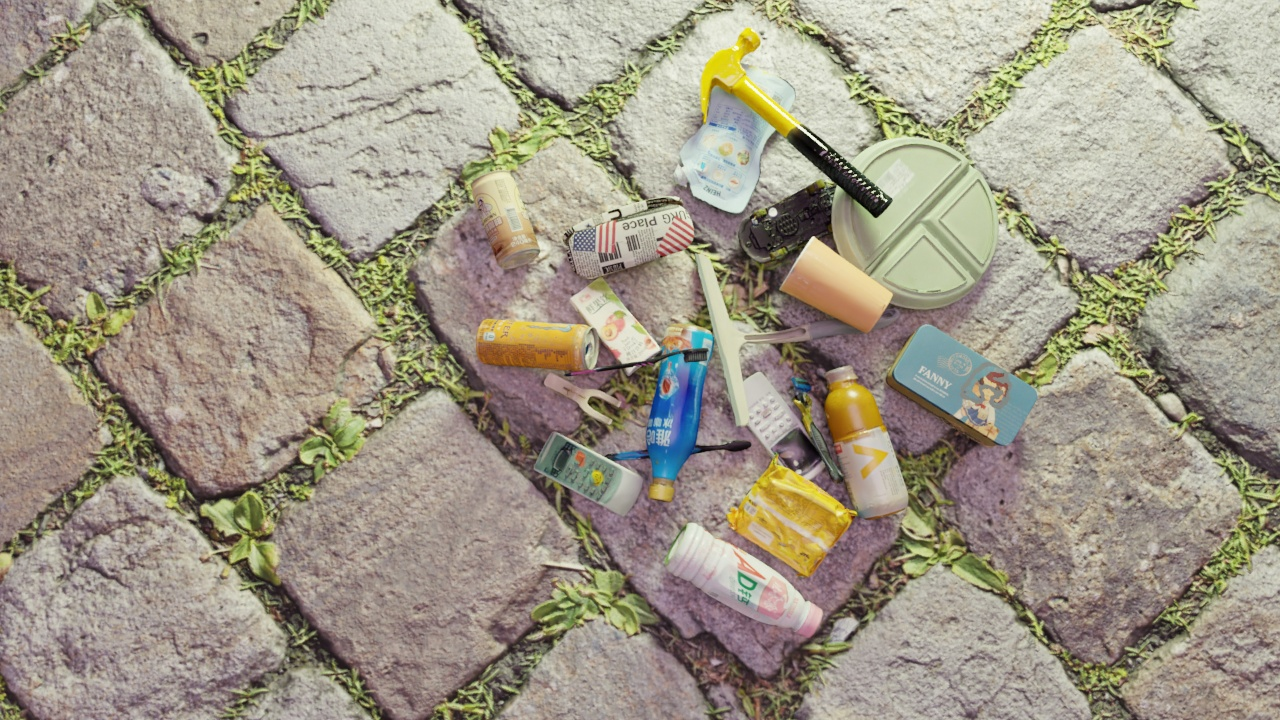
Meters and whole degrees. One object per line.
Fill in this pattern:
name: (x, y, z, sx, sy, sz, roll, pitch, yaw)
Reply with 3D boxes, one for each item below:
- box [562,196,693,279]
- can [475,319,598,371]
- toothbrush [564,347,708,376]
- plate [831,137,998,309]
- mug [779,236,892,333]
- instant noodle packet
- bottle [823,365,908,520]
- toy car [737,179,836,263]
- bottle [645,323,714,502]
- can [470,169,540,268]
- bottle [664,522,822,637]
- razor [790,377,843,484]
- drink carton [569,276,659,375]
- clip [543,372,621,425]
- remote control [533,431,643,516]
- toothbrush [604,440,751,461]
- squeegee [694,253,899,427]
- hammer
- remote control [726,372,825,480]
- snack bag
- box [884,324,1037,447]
box: (-0.015, -0.154, 1.166, 0.162, 0.076, 0.086, -15, 76, -4)
can: (-0.129, -0.019, 1.144, 0.146, 0.058, 0.058, 4, 83, 15)
toothbrush: (-0.007, 0.007, 1.129, 0.189, 0.014, 0.017, -10, 82, 17)
plate: (0.357, -0.180, 1.176, 0.230, 0.027, 0.230, 2, 82, -11)
mug: (0.245, -0.090, 1.140, 0.123, 0.078, 0.078, 32, 84, 6)
instant noodle packet: (0.184, 0.192, 1.134, 0.128, 0.044, 0.111, 36, 100, 6)
bottle: (0.274, 0.100, 1.139, 0.068, 0.068, 0.189, -16, 83, -2)
toy car: (0.197, -0.178, 1.186, 0.158, 0.042, 0.070, -25, 87, -9)
bottle: (0.044, 0.066, 1.140, 0.065, 0.065, 0.218, 11, 80, 1)
can: (-0.174, -0.181, 1.180, 0.058, 0.058, 0.116, -21, 83, -3)
bottle: (0.128, 0.274, 1.122, 0.197, 0.068, 0.068, 31, 84, 0)
razor: (0.219, 0.089, 1.147, 0.022, 0.042, 0.142, -30, 70, 30)
drink carton: (-0.033, -0.043, 1.169, 0.053, 0.045, 0.122, -38, 85, -5)
clip: (-0.075, 0.045, 1.161, 0.100, 0.072, 0.034, 28, 84, 1)
remote control: (-0.064, 0.143, 1.156, 0.135, 0.019, 0.056, 28, 91, 4)
toothbrush: (0.047, 0.116, 1.168, 0.189, 0.016, 0.014, -6, 87, 2)
squeegee: (0.210, -0.039, 1.173, 0.246, 0.039, 0.246, -8, 65, -8)
hammer: (0.194, -0.287, 1.157, 0.301, 0.033, 0.129, 44, 90, 13)
remote control: (0.175, 0.087, 1.165, 0.058, 0.021, 0.150, -38, 84, -4)
snack bag: (0.121, -0.293, 1.205, 0.110, 0.039, 0.191, 25, 84, 0)
box: (0.394, 0.030, 1.152, 0.184, 0.062, 0.089, 30, 83, 2)
